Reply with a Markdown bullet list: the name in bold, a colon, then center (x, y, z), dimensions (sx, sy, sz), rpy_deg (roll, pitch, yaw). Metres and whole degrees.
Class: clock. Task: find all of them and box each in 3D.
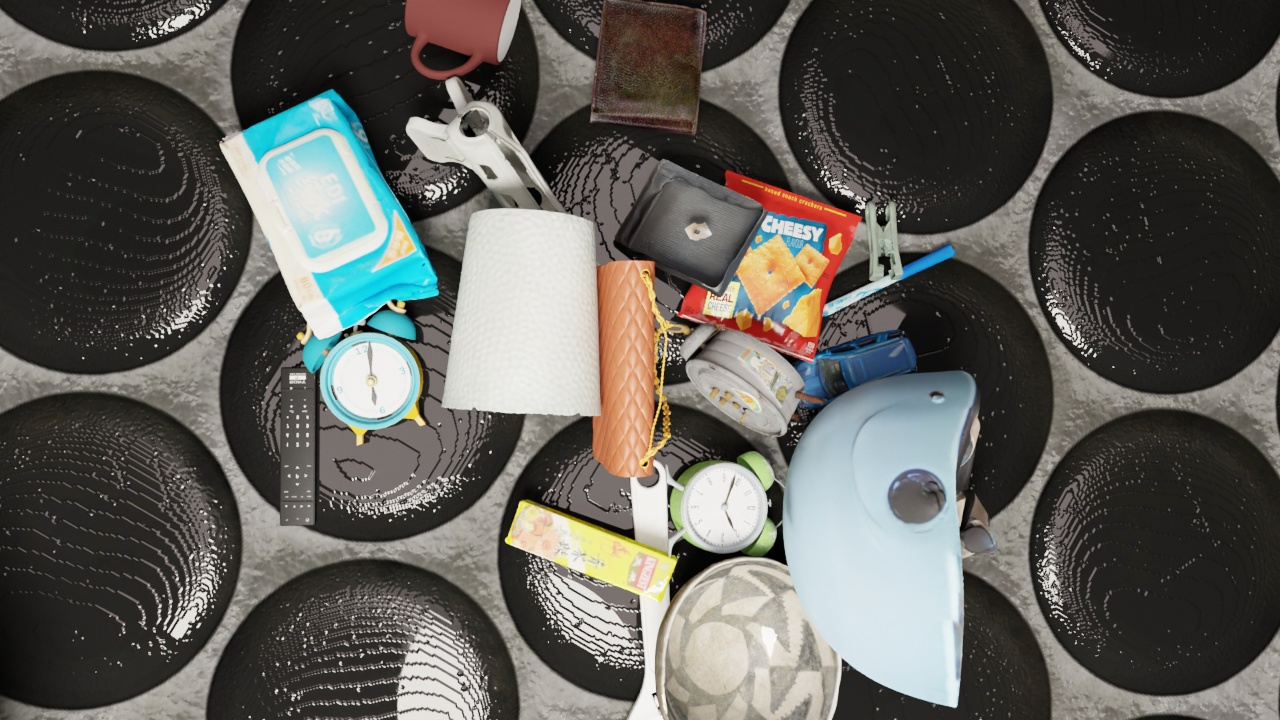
- **clock**: center (0.076, 0.129, 0.818), dimensions (0.119, 0.042, 0.094), rpy_deg (1, 87, -13)
- **clock**: center (0.081, 0.012, 0.800), dimensions (0.148, 0.104, 0.056), rpy_deg (38, 75, 3)
- **clock**: center (-0.240, 0.004, 0.804), dimensions (0.099, 0.044, 0.129), rpy_deg (-18, 96, -5)

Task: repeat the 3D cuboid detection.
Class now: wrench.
- **wrench**: center (0.013, 0.225, 0.827), dimensions (0.066, 0.018, 0.273), rpy_deg (-3, 87, -4)

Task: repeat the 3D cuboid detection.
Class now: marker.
- **marker**: center (0.229, -0.073, 0.857), dimensions (0.142, 0.013, 0.013), rpy_deg (-26, 90, -4)

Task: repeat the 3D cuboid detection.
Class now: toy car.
- **toy car**: center (0.194, 0.006, 0.835), dimensions (0.120, 0.043, 0.056), rpy_deg (-18, 92, -3)

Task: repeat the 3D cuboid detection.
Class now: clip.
- **clip**: center (-0.130, -0.177, 0.786), dimensions (0.144, 0.125, 0.075), rpy_deg (36, 80, 23)
- **clip**: center (0.224, -0.111, 0.848), dimensions (0.045, 0.023, 0.076), rpy_deg (-1, 79, 0)

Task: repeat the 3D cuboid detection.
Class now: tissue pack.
- **tissue pack**: center (-0.262, -0.123, 0.778), dimensions (0.117, 0.066, 0.209), rpy_deg (-28, 79, -9)

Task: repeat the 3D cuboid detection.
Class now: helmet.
- **helmet**: center (0.202, 0.141, 0.747), dimensions (0.167, 0.225, 0.265), rpy_deg (-4, 56, 17)

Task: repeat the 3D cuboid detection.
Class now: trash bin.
- **trash bin**: center (-0.095, -0.037, 0.769), dimensions (0.133, 0.133, 0.161), rpy_deg (3, 88, -4)

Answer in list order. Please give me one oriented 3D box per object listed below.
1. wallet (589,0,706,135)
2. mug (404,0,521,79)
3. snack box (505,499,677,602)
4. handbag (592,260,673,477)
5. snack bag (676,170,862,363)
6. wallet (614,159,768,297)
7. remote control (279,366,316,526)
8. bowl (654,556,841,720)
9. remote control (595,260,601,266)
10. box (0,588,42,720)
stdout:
- **wallet**: center (0.008, -0.269, 0.841), dimensions (0.099, 0.031, 0.120), rpy_deg (6, 85, -7)
- **mug**: center (-0.159, -0.294, 0.804), dimensions (0.082, 0.073, 0.105), rpy_deg (18, 83, -4)
- **snack box**: center (-0.043, 0.167, 0.809), dimensions (0.148, 0.029, 0.040), rpy_deg (20, 87, 5)
- **handbag**: center (-0.005, 0.004, 0.778), dimensions (0.060, 0.109, 0.172), rpy_deg (0, 93, -9)
- **snack bag**: center (0.117, -0.085, 0.833), dimensions (0.131, 0.039, 0.144), rpy_deg (20, 82, 2)
- **wallet**: center (0.045, -0.118, 0.821), dimensions (0.115, 0.026, 0.089), rpy_deg (30, 88, 22)
- **remote control**: center (-0.303, 0.076, 0.811), dimensions (0.030, 0.009, 0.140), rpy_deg (0, 88, -4)
- **bowl**: center (0.080, 0.259, 0.792), dimensions (0.178, 0.081, 0.178), rpy_deg (5, 79, -26)
- **remote control**: center (-0.058, -0.073, 0.835), dimensions (0.136, 0.011, 0.050), rpy_deg (42, 85, -2)
- **box**: center (-0.584, 0.292, 0.719), dimensions (0.171, 0.381, 0.167), rpy_deg (-16, 89, -22)
